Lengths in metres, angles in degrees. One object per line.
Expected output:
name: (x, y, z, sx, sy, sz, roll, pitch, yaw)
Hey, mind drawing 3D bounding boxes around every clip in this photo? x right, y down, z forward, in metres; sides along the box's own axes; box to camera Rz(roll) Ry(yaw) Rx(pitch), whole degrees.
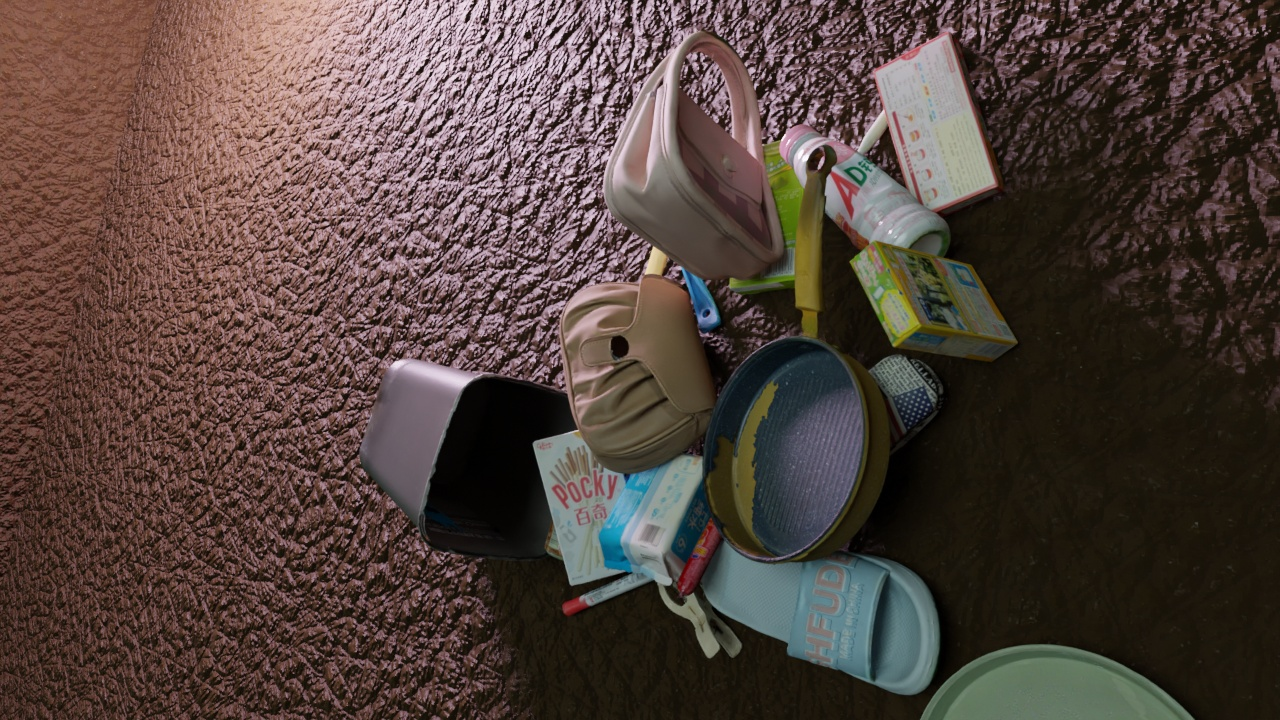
clip: (0.050, 0.243, 0.889, 0.035, 0.076, 0.103, -50, 41, 18)

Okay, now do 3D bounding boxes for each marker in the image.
marker: (-0.028, 0.245, 0.984, 0.146, 0.017, 0.017, -30, 60, 30)

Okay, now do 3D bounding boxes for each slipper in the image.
slipper: (0.147, 0.210, 0.807, 0.246, 0.074, 0.104, 9, 82, 43)

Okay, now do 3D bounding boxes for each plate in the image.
plate: (0.308, 0.325, 0.666, 0.231, 0.027, 0.230, -13, 70, 37)

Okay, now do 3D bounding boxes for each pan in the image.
pan: (0.136, -0.003, 0.790, 0.198, 0.078, 0.357, 13, 87, 56)

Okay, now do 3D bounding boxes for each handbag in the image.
handbag: (-0.006, 0.005, 0.931, 0.148, 0.100, 0.204, -18, 58, 6)
handbag: (0.066, -0.211, 0.895, 0.094, 0.193, 0.233, -9, 62, 37)

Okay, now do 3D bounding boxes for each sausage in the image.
sausage: (0.073, 0.161, 0.881, 0.020, 0.020, 0.155, 10, 58, 42)

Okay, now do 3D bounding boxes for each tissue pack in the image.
tissue pack: (0.026, 0.152, 0.915, 0.090, 0.063, 0.139, 6, 58, 42)

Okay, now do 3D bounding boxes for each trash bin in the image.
trash bin: (-0.201, 0.102, 1.066, 0.220, 0.198, 0.198, 16, 88, 48)

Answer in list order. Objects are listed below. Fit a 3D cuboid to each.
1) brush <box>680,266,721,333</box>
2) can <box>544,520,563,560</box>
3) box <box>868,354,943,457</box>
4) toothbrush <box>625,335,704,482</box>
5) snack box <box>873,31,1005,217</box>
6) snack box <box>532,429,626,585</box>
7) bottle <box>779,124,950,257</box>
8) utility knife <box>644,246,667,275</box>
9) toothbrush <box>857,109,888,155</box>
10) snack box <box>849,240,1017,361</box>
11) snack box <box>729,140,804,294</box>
brush: (0.039, -0.141, 1.027, 0.083, 0.045, 0.254, -32, 63, 26)
can: (-0.059, 0.147, 1.011, 0.058, 0.057, 0.147, 15, 88, 42)
box: (0.191, 0.062, 0.808, 0.164, 0.076, 0.075, -43, 52, 23)
toothbrush: (0.022, 0.057, 0.992, 0.021, 0.029, 0.189, 24, 96, -3)
snack box: (0.270, -0.211, 0.837, 0.077, 0.027, 0.155, -21, 73, 35)
snack box: (-0.053, 0.150, 0.967, 0.085, 0.027, 0.156, -15, 88, 1)
bottle: (0.198, -0.153, 0.845, 0.068, 0.068, 0.197, -50, 50, 19)
utility knife: (0.021, -0.116, 1.001, 0.031, 0.019, 0.177, 49, 141, 35)
toothbrush: (0.232, -0.231, 0.896, 0.020, 0.029, 0.190, 36, 104, -4)
snack box: (0.242, -0.047, 0.753, 0.034, 0.140, 0.086, -44, 53, 37)
snack box: (0.137, -0.149, 0.949, 0.086, 0.026, 0.156, -6, 74, 39)
